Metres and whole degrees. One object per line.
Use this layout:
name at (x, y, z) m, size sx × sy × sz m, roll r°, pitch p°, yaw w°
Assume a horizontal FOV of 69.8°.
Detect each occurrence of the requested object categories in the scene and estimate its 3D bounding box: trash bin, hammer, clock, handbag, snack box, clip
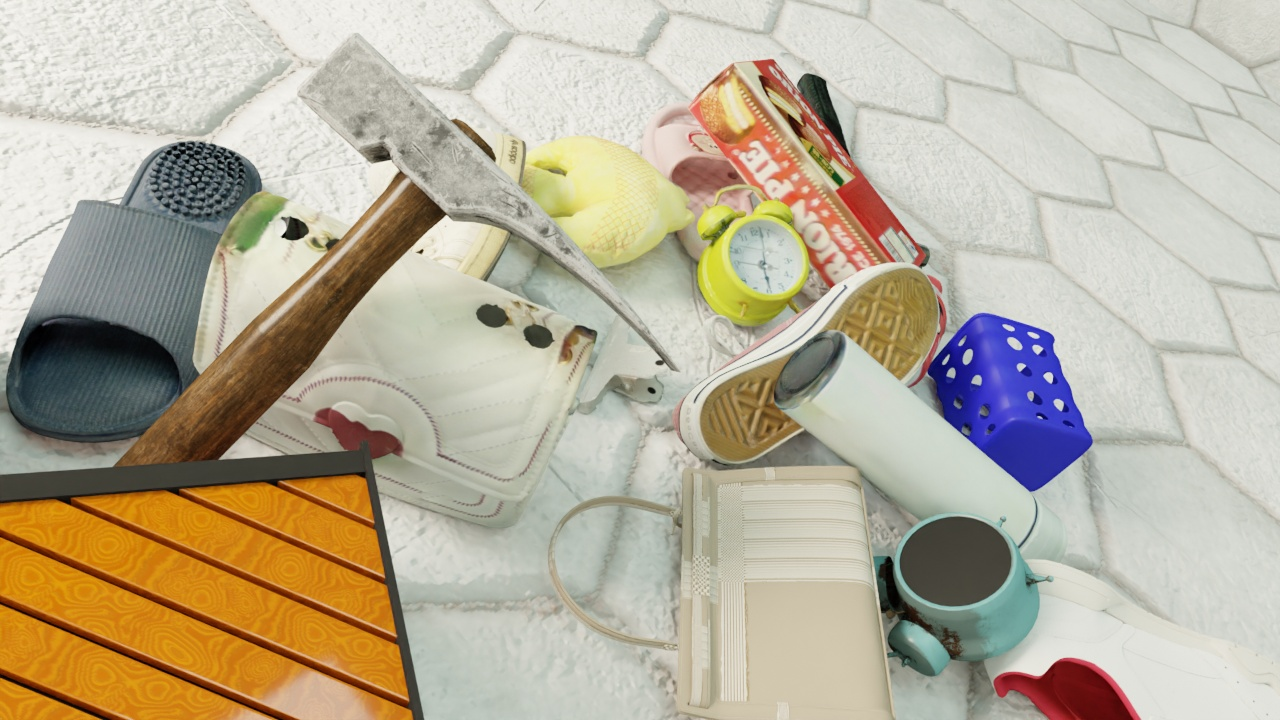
trash bin at (-0.193, 0.134, 0.359) m, size 0.171 × 0.140 × 0.139 m, roll -2°, pitch 50°, yaw -29°
hammer at (-0.152, 0.028, 0.437) m, size 0.217 × 0.037 × 0.300 m, roll 43°, pitch 87°, yaw -5°
hammer at (0.212, -0.218, 0.991) m, size 0.130 × 0.032 × 0.318 m, roll 12°, pitch 44°, yaw -16°
clock at (0.089, -0.087, 0.747) m, size 0.083 × 0.057 × 0.119 m, roll -7°, pitch 75°, yaw -17°
handbag at (-0.136, 0.004, 0.516) m, size 0.198 × 0.142 × 0.096 m, roll 23°, pitch 44°, yaw -5°
handbag at (0.042, 0.133, 0.552) m, size 0.198 × 0.062 × 0.175 m, roll 13°, pitch 45°, yaw -9°
clock at (0.189, 0.147, 0.583) m, size 0.124 × 0.053 × 0.090 m, roll -26°, pitch 36°, yaw 3°
snack box at (0.152, -0.157, 0.816) m, size 0.236 × 0.060 × 0.113 m, roll 52°, pitch 31°, yaw 0°
clip at (-0.006, 0.003, 0.663) m, size 0.054 × 0.044 × 0.101 m, roll 16°, pitch 44°, yaw 5°

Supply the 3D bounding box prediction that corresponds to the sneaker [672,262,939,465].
sneaker at (0.120, 0.003, 0.689) m, size 0.240 × 0.088 × 0.118 m, roll -29°, pitch 98°, yaw -22°

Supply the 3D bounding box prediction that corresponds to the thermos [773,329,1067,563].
thermos at (0.195, 0.071, 0.631) m, size 0.230 × 0.068 × 0.067 m, roll 38°, pitch 40°, yaw -17°

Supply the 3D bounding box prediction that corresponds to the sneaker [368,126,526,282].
sneaker at (-0.147, -0.104, 0.648) m, size 0.102 × 0.089 × 0.241 m, roll 25°, pitch 37°, yaw -17°

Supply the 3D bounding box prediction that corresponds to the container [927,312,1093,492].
container at (0.300, 0.036, 0.753) m, size 0.084 × 0.085 × 0.113 m, roll 14°, pitch 46°, yaw -14°

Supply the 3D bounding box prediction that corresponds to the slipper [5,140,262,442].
slipper at (-0.286, -0.068, 0.551) m, size 0.101 × 0.083 × 0.263 m, roll 15°, pitch 44°, yaw -17°

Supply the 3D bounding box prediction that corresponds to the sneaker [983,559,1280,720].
sneaker at (0.328, 0.227, 0.589) m, size 0.236 × 0.091 × 0.104 m, roll 28°, pitch 51°, yaw -2°

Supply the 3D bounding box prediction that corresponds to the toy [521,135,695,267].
toy at (-0.032, -0.136, 0.764) m, size 0.155 × 0.065 × 0.170 m, roll 2°, pitch 42°, yaw -9°

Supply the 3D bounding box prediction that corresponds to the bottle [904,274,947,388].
bottle at (0.234, -0.032, 0.801) m, size 0.062 × 0.062 × 0.137 m, roll 34°, pitch 43°, yaw 6°

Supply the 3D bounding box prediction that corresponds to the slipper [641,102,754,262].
slipper at (0.062, -0.165, 0.843) m, size 0.106 × 0.056 × 0.221 m, roll 6°, pitch 50°, yaw -21°
